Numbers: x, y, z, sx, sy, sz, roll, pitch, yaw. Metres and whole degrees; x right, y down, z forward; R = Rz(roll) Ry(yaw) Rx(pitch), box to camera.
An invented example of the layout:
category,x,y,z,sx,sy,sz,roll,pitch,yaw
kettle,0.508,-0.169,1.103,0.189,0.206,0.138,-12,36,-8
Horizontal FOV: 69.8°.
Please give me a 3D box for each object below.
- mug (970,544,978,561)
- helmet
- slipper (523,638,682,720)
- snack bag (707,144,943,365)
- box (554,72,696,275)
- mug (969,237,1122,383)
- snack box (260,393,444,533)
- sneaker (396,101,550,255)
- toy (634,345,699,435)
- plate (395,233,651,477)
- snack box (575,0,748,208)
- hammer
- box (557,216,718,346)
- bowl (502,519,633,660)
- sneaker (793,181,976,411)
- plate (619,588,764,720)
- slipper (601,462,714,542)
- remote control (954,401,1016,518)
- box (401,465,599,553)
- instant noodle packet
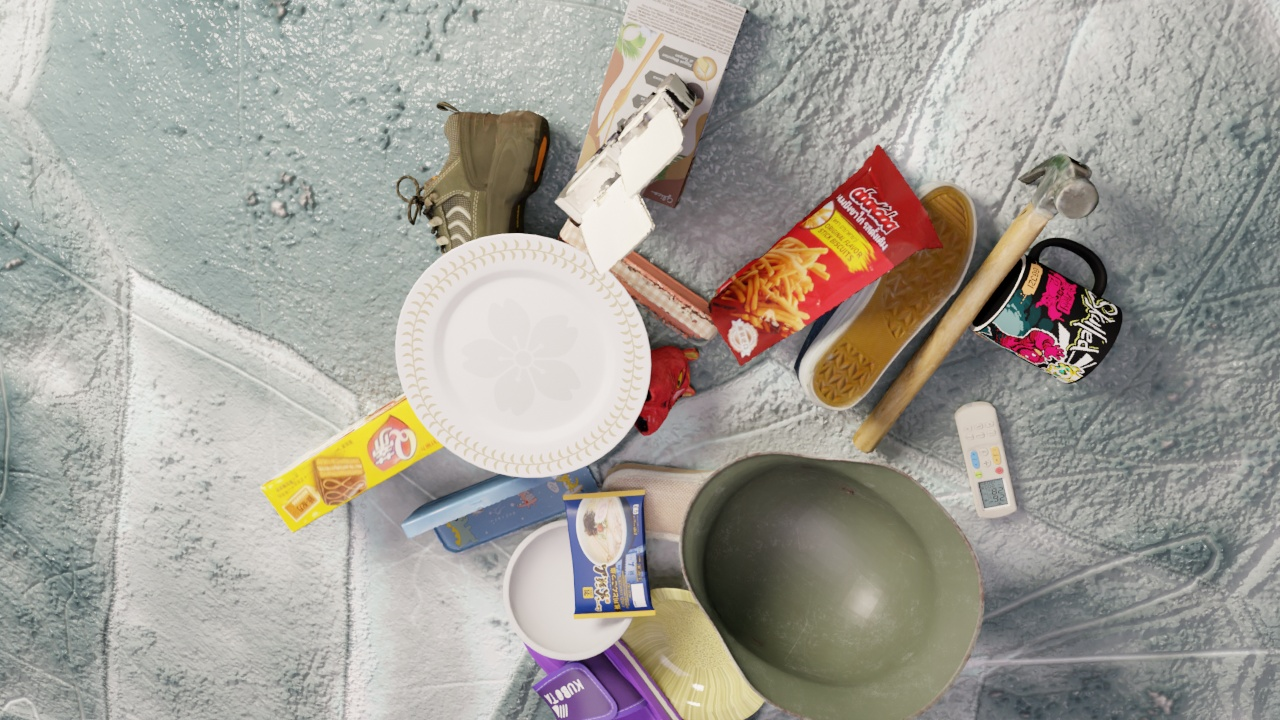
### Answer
category,x,y,z,sx,sy,sz,roll,pitch,yaw
mug,0.283,0.219,0.931,0.116,0.094,0.068,-2,107,19
helmet,0.159,0.195,0.857,0.268,0.154,0.227,32,85,0
slipper,-0.043,0.396,1.035,0.266,0.083,0.107,49,124,-3
snack bag,0.161,-0.088,0.837,0.208,0.138,0.066,-35,130,20
box,-0.008,-0.162,0.772,0.058,0.187,0.145,39,115,-21
mug,0.374,-0.054,0.833,0.098,0.082,0.118,29,84,-1
snack box,-0.282,0.092,0.981,0.231,0.109,0.061,-29,100,18
sneaker,-0.183,-0.136,0.887,0.143,0.101,0.238,16,106,0
toy,-0.006,0.005,0.938,0.133,0.093,0.088,40,142,22
plate,-0.110,-0.001,0.868,0.242,0.016,0.243,2,110,4
snack box,0.018,-0.248,0.849,0.101,0.031,0.186,21,111,3
hammer,0.292,-0.041,0.841,0.033,0.132,0.331,28,122,-1
box,-0.002,-0.076,0.902,0.187,0.056,0.071,34,143,-1
bowl,-0.074,0.253,1.013,0.149,0.043,0.149,-2,72,5
sneaker,0.225,-0.060,0.859,0.087,0.079,0.235,32,94,-13
plate,0.059,0.322,1.027,0.184,0.036,0.185,10,117,20
slipper,0.084,0.159,0.968,0.263,0.052,0.115,5,111,9
remote control,0.345,0.101,0.918,0.038,0.018,0.125,-14,107,15
box,-0.154,0.164,1.003,0.209,0.072,0.085,-23,107,17
instant noodle packet,-0.033,0.206,0.971,0.087,0.026,0.134,-5,93,6
